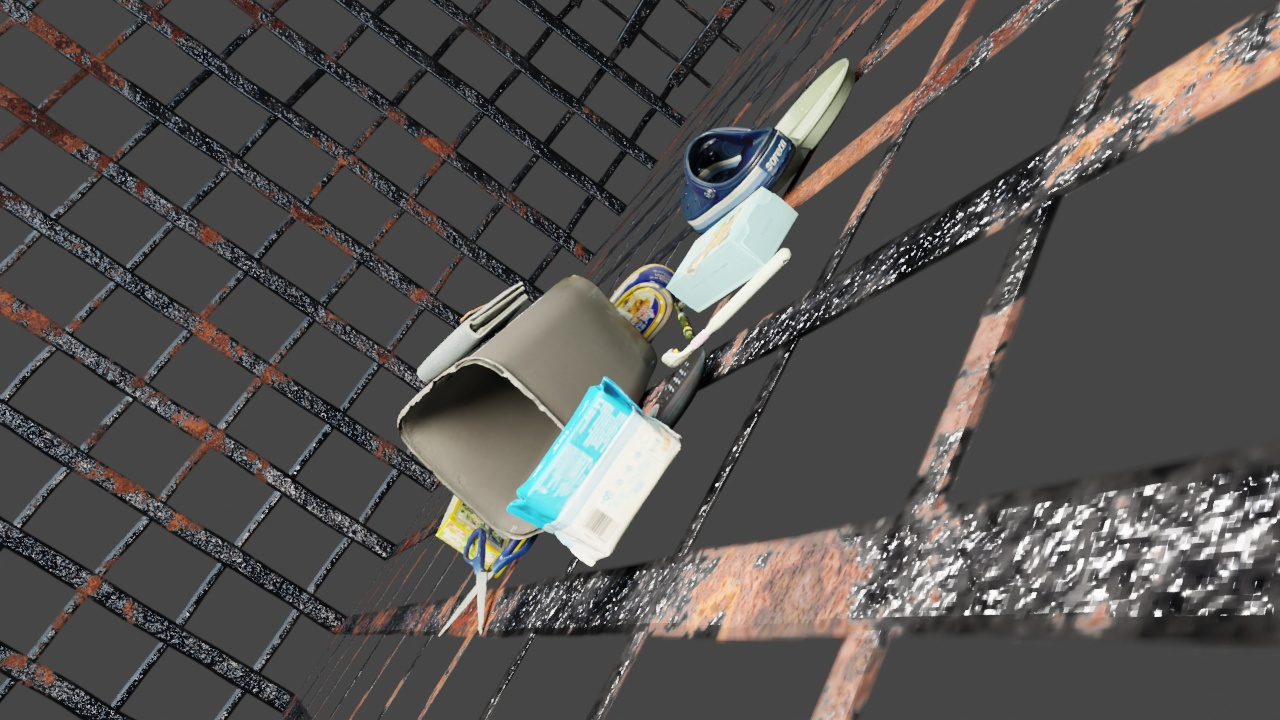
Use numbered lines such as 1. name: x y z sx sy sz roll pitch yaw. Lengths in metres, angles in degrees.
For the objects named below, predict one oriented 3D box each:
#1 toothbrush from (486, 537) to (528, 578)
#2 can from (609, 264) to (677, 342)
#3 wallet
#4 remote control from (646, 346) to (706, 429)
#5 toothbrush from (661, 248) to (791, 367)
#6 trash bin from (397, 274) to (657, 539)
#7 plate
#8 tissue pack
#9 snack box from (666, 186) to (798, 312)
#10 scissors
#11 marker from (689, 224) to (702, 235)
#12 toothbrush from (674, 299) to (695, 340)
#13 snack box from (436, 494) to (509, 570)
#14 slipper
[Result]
1. toothbrush: -0.122 0.183 1.089 0.190 0.016 0.015 -53 11 9
2. can: -0.006 -0.061 1.215 0.149 0.074 0.049 -47 15 37
3. wallet: -0.188 -0.034 1.025 0.130 0.037 0.106 -35 8 47
4. remote control: 0.024 0.048 0.839 0.136 0.024 0.053 -54 11 5
5. toothbrush: 0.084 -0.050 0.905 0.190 0.029 0.020 -44 55 40
6. trash bin: -0.108 0.038 1.009 0.200 0.198 0.219 -34 15 40
7. plate: 0.191 -0.277 1.157 0.230 0.027 0.230 -51 10 12
8. tissue pack: -0.037 0.093 0.774 0.140 0.090 0.063 -56 9 -10
9. snack box: 0.094 -0.115 0.983 0.074 0.051 0.175 -59 11 -22
10. scissors: -0.176 0.242 1.057 0.162 0.012 0.176 -40 29 5
11. marker: 0.091 -0.168 1.200 0.132 0.022 0.020 -129 44 -68
12. toothbrush: 0.053 -0.050 1.077 0.017 0.012 0.185 -41 11 8
13. snack box: -0.212 0.214 1.203 0.034 0.087 0.140 -52 10 8
14. slipper: 0.094 -0.224 1.095 0.105 0.095 0.253 -55 14 -10
